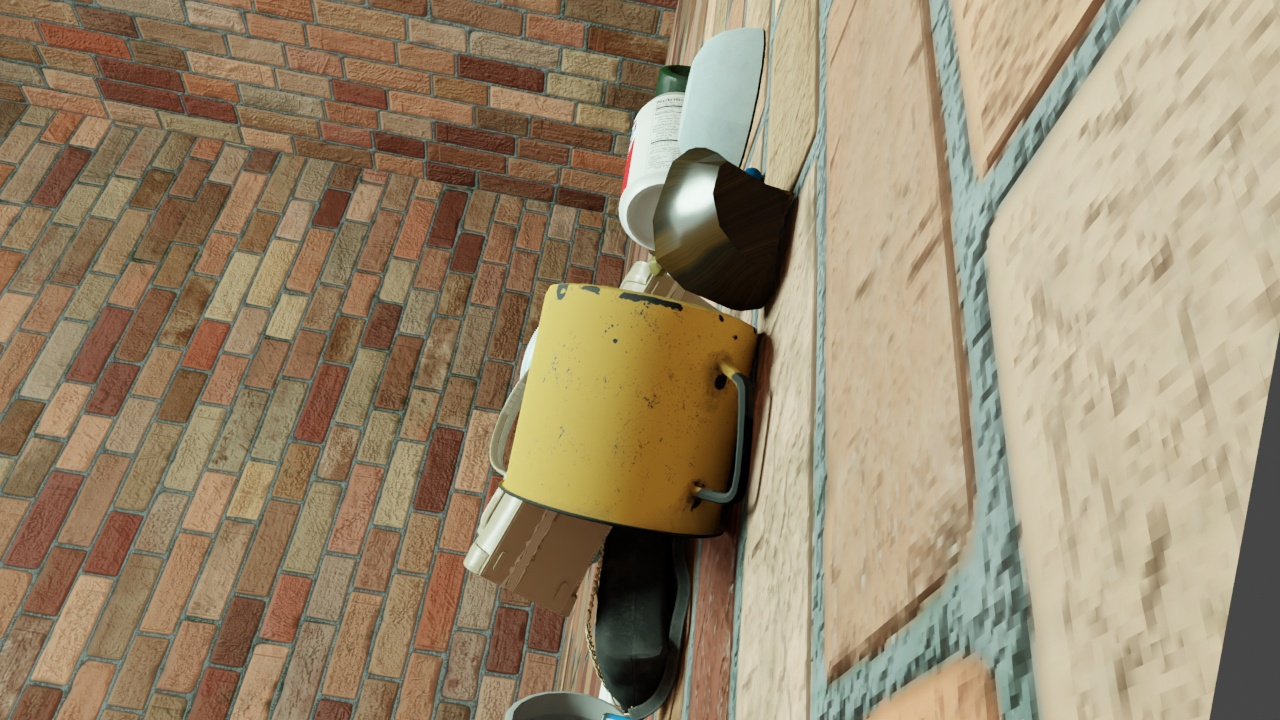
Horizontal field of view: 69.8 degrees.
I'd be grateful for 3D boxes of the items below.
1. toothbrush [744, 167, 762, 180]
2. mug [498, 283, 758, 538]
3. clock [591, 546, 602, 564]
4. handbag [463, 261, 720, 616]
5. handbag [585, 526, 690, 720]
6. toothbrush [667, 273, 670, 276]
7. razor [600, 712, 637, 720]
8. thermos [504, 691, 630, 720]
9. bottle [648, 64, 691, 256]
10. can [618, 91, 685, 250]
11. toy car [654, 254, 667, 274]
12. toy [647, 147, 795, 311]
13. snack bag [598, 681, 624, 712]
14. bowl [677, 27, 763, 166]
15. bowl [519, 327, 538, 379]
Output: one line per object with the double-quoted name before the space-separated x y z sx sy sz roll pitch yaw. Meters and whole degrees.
"toothbrush" 0.052 -0.100 0.555 0.167 0.014 0.014 -129 38 -84
"mug" 0.004 0.021 0.397 0.124 0.100 0.094 10 88 50
"clock" -0.018 0.088 0.600 0.089 0.053 0.124 -43 -24 -43
"handbag" -0.052 0.033 0.551 0.175 0.062 0.198 -60 21 -7
"handbag" 0.001 0.133 0.504 0.128 0.054 0.079 -87 -3 -47
"toothbrush" 0.016 0.015 0.764 0.024 0.022 0.185 16 98 51
"razor" -0.006 0.248 0.444 0.022 0.043 0.144 17 -105 -50
"thermos" -0.061 0.300 0.542 0.108 0.083 0.199 18 102 49
"bottle" 0.030 -0.176 0.838 0.055 0.055 0.174 -85 5 -59
"can" 0.024 -0.146 0.701 0.131 0.070 0.070 -83 5 -47
"toy car" 0.022 -0.073 0.812 0.112 0.034 0.046 106 173 -53
"toy" 0.030 -0.055 0.415 0.076 0.062 0.100 65 160 -2
"snack bag" -0.024 0.271 0.688 0.070 0.016 0.196 -125 45 -79
"bowl" 0.049 -0.168 0.605 0.106 0.039 0.106 -173 93 -87
"bowl" -0.025 0.020 0.799 0.074 0.143 0.144 13 94 44
